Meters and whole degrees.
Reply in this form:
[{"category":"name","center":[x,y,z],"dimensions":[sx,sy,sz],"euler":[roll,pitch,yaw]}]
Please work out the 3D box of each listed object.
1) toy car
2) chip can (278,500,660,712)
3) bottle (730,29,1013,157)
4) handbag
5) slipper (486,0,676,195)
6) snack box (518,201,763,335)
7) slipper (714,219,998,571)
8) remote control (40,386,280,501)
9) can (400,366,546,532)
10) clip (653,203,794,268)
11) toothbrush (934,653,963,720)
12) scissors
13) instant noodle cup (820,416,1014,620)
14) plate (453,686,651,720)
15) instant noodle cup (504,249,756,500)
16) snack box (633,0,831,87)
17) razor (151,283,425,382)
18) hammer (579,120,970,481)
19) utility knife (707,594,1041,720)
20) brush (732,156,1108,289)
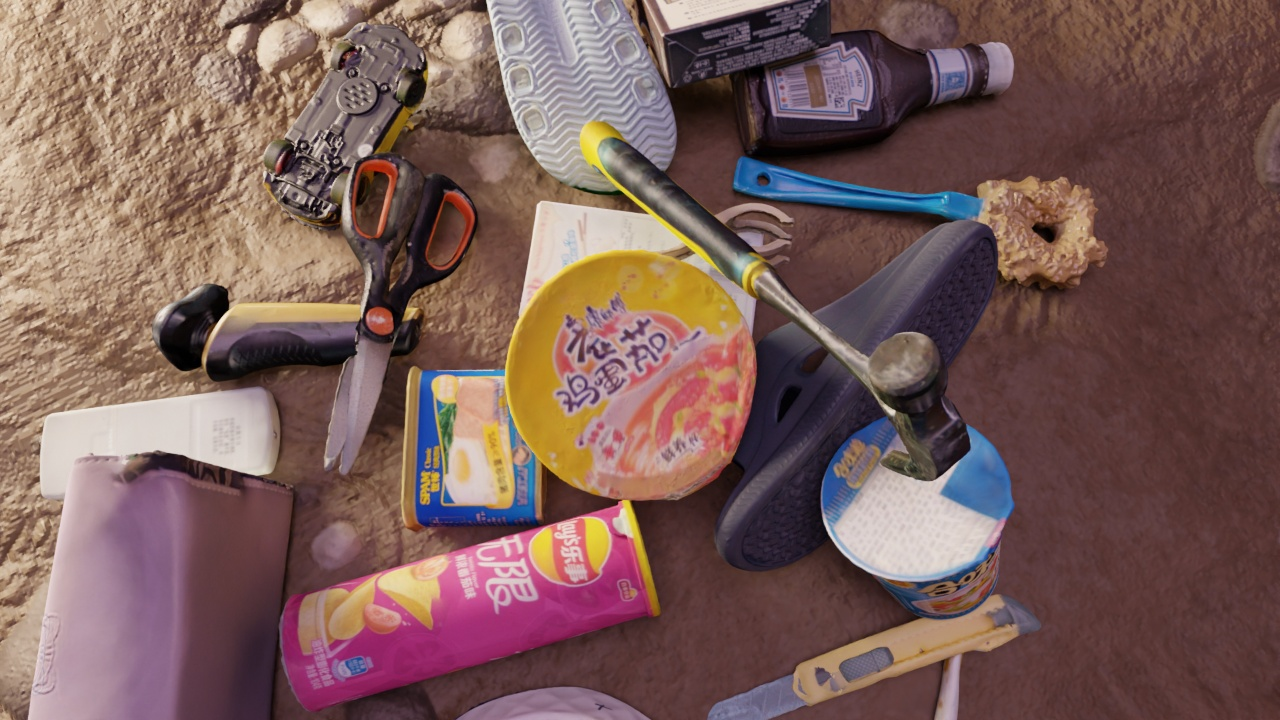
[{"category":"toy car","center":[-0.204,-0.166,0.650],"dimensions":[0.071,0.041,0.155],"euler":[25,80,7]},{"category":"chip can","center":[-0.097,0.145,0.545],"dimensions":[0.210,0.071,0.071],"euler":[-15,74,-3]},{"category":"bottle","center":[0.165,-0.194,0.651],"dimensions":[0.195,0.044,0.080],"euler":[-10,89,-5]},{"category":"handbag","center":[-0.266,0.158,0.506],"dimensions":[0.098,0.145,0.196],"euler":[-1,73,-3]},{"category":"slipper","center":[-0.054,-0.231,0.648],"dimensions":[0.104,0.074,0.245],"euler":[-20,92,1]},{"category":"snack box","center":[0.002,-0.056,0.624],"dimensions":[0.157,0.027,0.084],"euler":[7,75,3]},{"category":"slipper","center":[0.124,0.014,0.576],"dimensions":[0.083,0.111,0.267],"euler":[30,73,39]},{"category":"remote control","center":[-0.312,0.054,0.599],"dimensions":[0.150,0.021,0.058],"euler":[-7,74,-1]},{"category":"can","center":[-0.102,0.056,0.579],"dimensions":[0.083,0.057,0.102],"euler":[0,74,-2]},{"category":"clip","center":[0.049,-0.082,0.601],"dimensions":[0.100,0.035,0.071],"euler":[8,75,7]},{"category":"toothbrush","center":[0.199,0.172,0.563],"dimensions":[0.018,0.016,0.191],"euler":[17,74,-4]},{"category":"scissors","center":[-0.149,-0.031,0.586],"dimensions":[0.141,0.022,0.234],"euler":[1,69,-36]},{"category":"instant noodle cup","center":[0.164,0.099,0.526],"dimensions":[0.099,0.110,0.099],"euler":[-13,53,18]},{"category":"plate","center":[-0.051,0.294,0.516],"dimensions":[0.205,0.045,0.204],"euler":[0,75,0]},{"category":"instant noodle cup","center":[-0.003,0.003,0.548],"dimensions":[0.138,0.109,0.138],"euler":[0,97,3]},{"category":"snack box","center":[0.056,-0.252,0.630],"dimensions":[0.113,0.053,0.125],"euler":[-15,48,-2]},{"category":"razor","center":[-0.228,-0.021,0.606],"dimensions":[0.167,0.062,0.067],"euler":[-2,63,-6]},{"category":"hammer","center":[0.057,-0.049,0.507],"dimensions":[0.032,0.126,0.323],"euler":[-40,49,-2]},{"category":"utility knife","center":[0.136,0.185,0.555],"dimensions":[0.211,0.022,0.031],"euler":[-23,63,7]},{"category":"brush","center":[0.190,-0.105,0.634],"dimensions":[0.255,0.046,0.083],"euler":[12,78,8]}]
